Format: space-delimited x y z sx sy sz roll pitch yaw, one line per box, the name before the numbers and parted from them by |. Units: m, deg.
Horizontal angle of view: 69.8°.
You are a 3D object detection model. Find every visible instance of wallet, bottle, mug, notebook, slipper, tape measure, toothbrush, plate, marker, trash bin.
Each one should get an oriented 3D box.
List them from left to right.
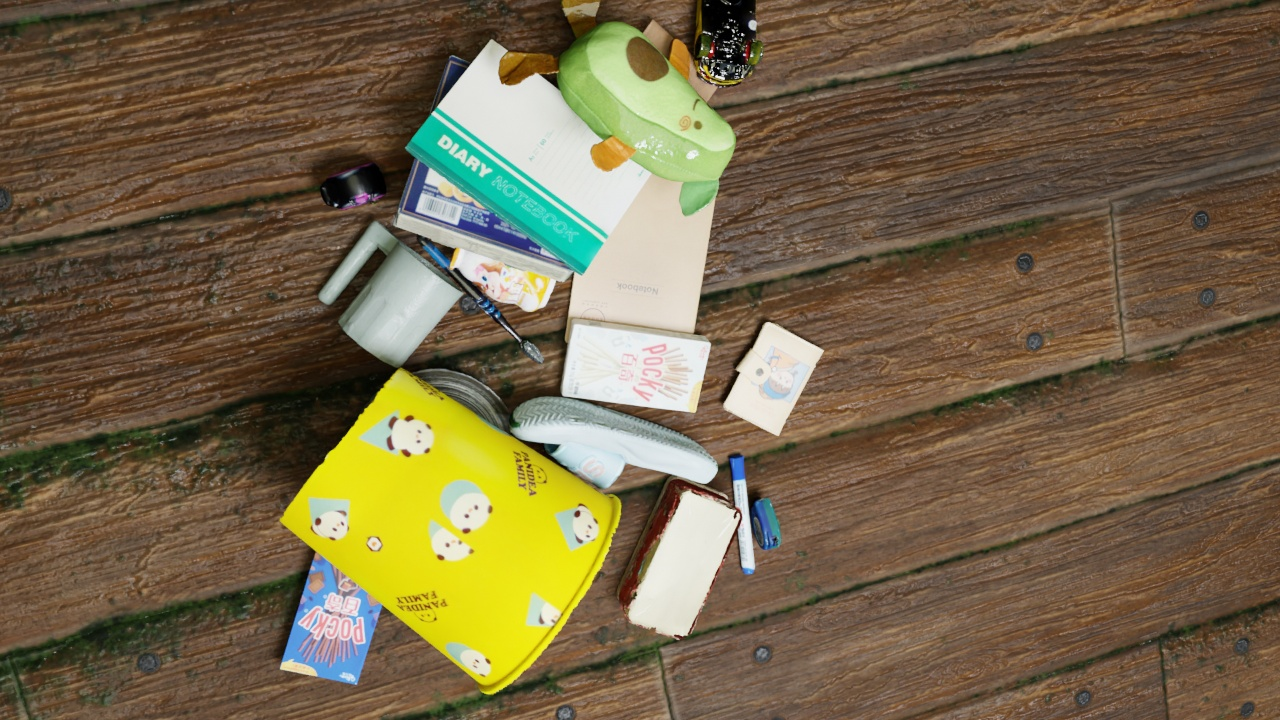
tape measure | -0.287 -0.174 0.927 0.058 0.057 0.039 -16 107 6
mug | -0.261 -0.069 0.945 0.124 0.083 0.103 39 91 12
plate | -0.224 0.096 1.001 0.179 0.024 0.179 -2 99 -13
trash bin | -0.187 0.154 0.899 0.255 0.229 0.229 38 90 -10
toothbrush | -0.171 -0.064 0.990 0.014 0.016 0.189 -45 103 -7
bottle | -0.145 -0.094 0.966 0.108 0.063 0.063 20 94 -13
notebook | -0.104 -0.202 0.913 0.209 0.012 0.150 35 71 -10
slipper | -0.031 0.099 1.003 0.245 0.104 0.074 17 101 -21
notebook | 0.002 -0.112 1.021 0.147 0.008 0.208 7 97 -12
wallet | 0.019 -0.289 0.979 0.101 0.020 0.115 38 76 -14
marker | 0.121 0.183 1.088 0.017 0.017 0.146 -9 100 -10
tape measure | 0.148 0.193 1.075 0.025 0.055 0.058 -12 69 -7
wallet | 0.151 0.020 1.066 0.087 0.024 0.115 27 94 -19

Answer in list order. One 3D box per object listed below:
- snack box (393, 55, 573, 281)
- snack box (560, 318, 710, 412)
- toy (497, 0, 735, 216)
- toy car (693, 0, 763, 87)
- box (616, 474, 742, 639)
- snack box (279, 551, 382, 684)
snack box | -0.135 -0.193 0.932 0.178 0.046 0.182 18 73 -14
snack box | -0.006 0.006 1.022 0.156 0.027 0.085 8 107 -12
toy | -0.005 -0.260 0.908 0.246 0.090 0.226 36 57 -8
toy car | 0.092 -0.372 0.979 0.071 0.041 0.156 2 87 -15
box | 0.044 0.226 1.048 0.091 0.077 0.168 23 93 -15
snack box | -0.329 0.271 1.004 0.084 0.026 0.157 17 95 -14
